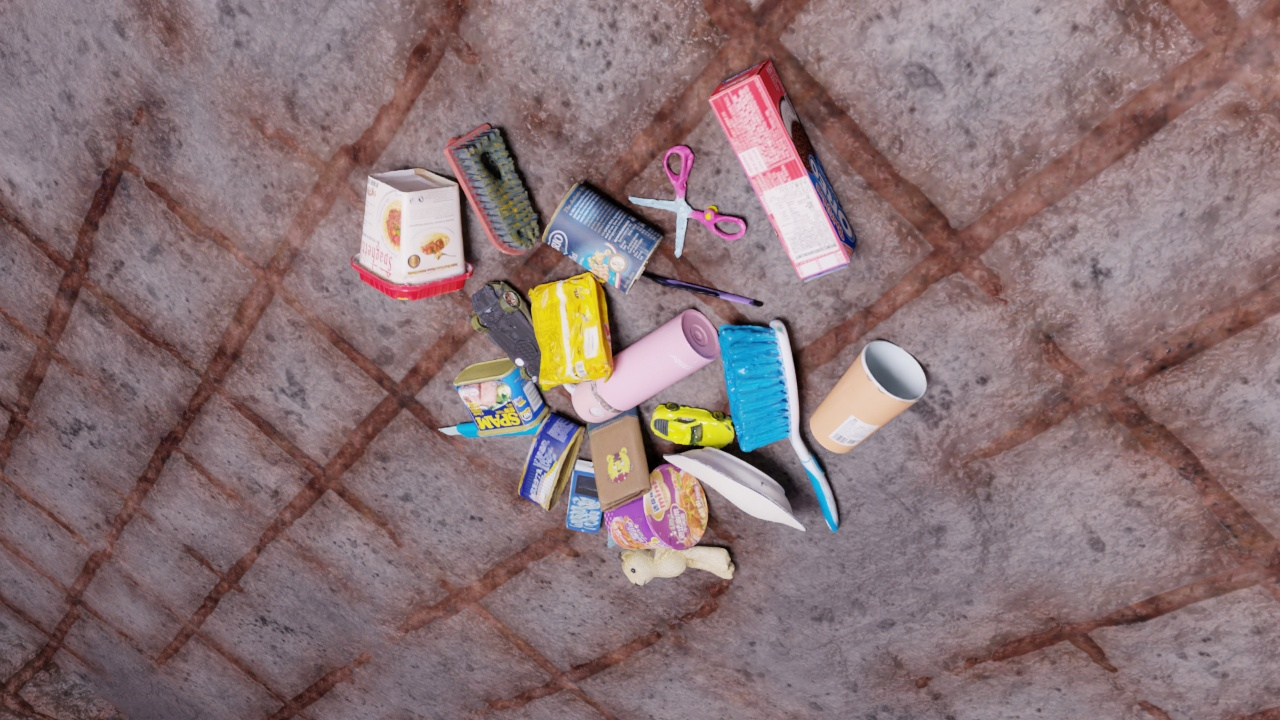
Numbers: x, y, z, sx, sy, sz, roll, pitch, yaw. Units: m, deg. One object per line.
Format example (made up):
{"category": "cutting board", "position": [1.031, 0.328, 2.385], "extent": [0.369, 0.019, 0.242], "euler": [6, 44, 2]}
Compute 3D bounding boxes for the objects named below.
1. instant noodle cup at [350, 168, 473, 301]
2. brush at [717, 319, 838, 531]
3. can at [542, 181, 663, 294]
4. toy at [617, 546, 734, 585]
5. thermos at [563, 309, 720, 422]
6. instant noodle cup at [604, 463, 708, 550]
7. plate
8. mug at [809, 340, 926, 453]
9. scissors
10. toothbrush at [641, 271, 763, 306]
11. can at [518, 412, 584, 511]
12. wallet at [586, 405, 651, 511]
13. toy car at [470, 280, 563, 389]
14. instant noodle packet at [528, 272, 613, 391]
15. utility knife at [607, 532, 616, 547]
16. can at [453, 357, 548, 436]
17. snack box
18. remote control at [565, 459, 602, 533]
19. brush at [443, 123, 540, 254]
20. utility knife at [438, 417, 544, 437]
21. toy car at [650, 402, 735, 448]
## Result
{"category": "instant noodle cup", "position": [-0.260, -0.147, 1.047], "extent": [0.116, 0.116, 0.124], "euler": [27, 122, 35]}
{"category": "brush", "position": [0.165, 0.090, 1.063], "extent": [0.109, 0.060, 0.315], "euler": [-16, 119, -6]}
{"category": "can", "position": [-0.039, -0.131, 0.989], "extent": [0.111, 0.075, 0.076], "euler": [32, 130, -1]}
{"category": "toy", "position": [0.049, 0.276, 1.248], "extent": [0.157, 0.066, 0.105], "euler": [-2, 146, 13]}
{"category": "thermos", "position": [-0.006, 0.006, 1.077], "extent": [0.199, 0.067, 0.087], "euler": [-30, 120, 37]}
{"category": "instant noodle cup", "position": [0.014, 0.197, 1.185], "extent": [0.099, 0.111, 0.111], "euler": [-24, 112, 43]}
{"category": "plate", "position": [0.117, 0.146, 1.106], "extent": [0.164, 0.034, 0.164], "euler": [33, 168, -15]}
{"category": "mug", "position": [0.241, 0.046, 0.995], "extent": [0.078, 0.078, 0.123], "euler": [33, 134, -1]}
{"category": "scissors", "position": [0.048, -0.164, 0.968], "extent": [0.133, 0.017, 0.134], "euler": [14, 132, 19]}
{"category": "toothbrush", "position": [0.045, -0.082, 1.027], "extent": [0.189, 0.014, 0.017], "euler": [15, 136, 13]}
{"category": "can", "position": [-0.119, 0.135, 1.216], "extent": [0.049, 0.074, 0.148], "euler": [27, 130, 8]}
{"category": "wallet", "position": [-0.029, 0.121, 1.147], "extent": [0.033, 0.115, 0.090], "euler": [13, 146, -44]}
{"category": "toy car", "position": [-0.145, -0.029, 1.130], "extent": [0.070, 0.042, 0.158], "euler": [-28, 109, 36]}
{"category": "instant noodle packet", "position": [-0.078, -0.031, 1.065], "extent": [0.111, 0.044, 0.128], "euler": [-11, 83, 35]}
{"category": "utility knife", "position": [-0.031, 0.195, 1.253], "extent": [0.031, 0.019, 0.184], "euler": [-2, 123, -10]}
{"category": "can", "position": [-0.183, 0.046, 1.192], "extent": [0.102, 0.057, 0.083], "euler": [-10, 117, 29]}
{"category": "snack box", "position": [0.140, -0.180, 0.888], "extent": [0.058, 0.057, 0.207], "euler": [-19, 114, 30]}
{"category": "remote control", "position": [-0.073, 0.188, 1.261], "extent": [0.049, 0.024, 0.125], "euler": [10, 129, -1]}
{"category": "brush", "position": [-0.164, -0.183, 1.020], "extent": [0.069, 0.063, 0.146], "euler": [9, 132, 47]}
{"category": "utility knife", "position": [-0.205, 0.093, 1.259], "extent": [0.182, 0.018, 0.034], "euler": [-7, 140, 29]}
{"category": "toy car", "position": [0.064, 0.084, 1.126], "extent": [0.105, 0.032, 0.048], "euler": [9, 126, 16]}
